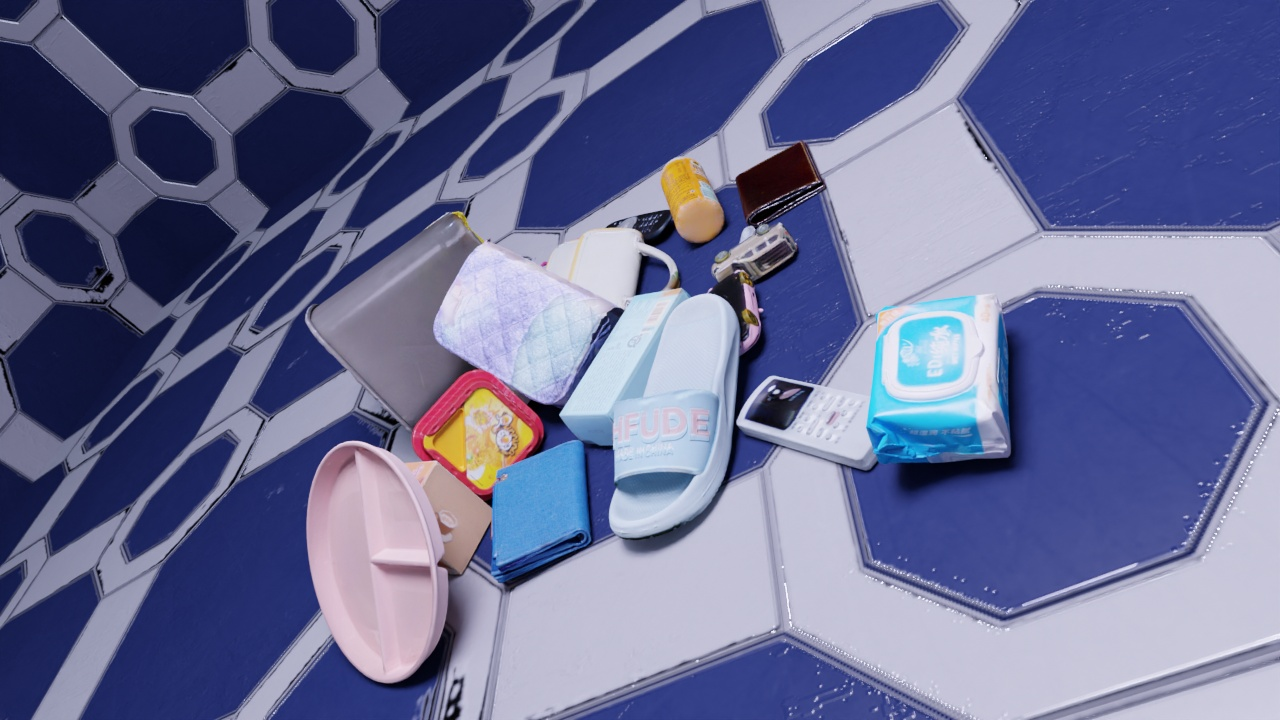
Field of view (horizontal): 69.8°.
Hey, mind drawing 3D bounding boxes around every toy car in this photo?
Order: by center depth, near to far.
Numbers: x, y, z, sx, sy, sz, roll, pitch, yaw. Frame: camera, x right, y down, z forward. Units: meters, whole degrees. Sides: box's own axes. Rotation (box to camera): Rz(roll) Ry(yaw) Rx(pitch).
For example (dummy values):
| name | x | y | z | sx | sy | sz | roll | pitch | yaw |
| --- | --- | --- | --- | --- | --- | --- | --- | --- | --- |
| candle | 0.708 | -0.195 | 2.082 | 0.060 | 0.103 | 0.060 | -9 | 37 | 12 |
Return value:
| name | x | y | z | sx | sy | sz | roll | pitch | yaw |
| --- | --- | --- | --- | --- | --- | --- | --- | --- | --- |
| toy car | 0.092 | -0.043 | 0.903 | 0.056 | 0.037 | 0.122 | -32 | 29 | 23 |
| toy car | 0.117 | -0.104 | 0.949 | 0.091 | 0.042 | 0.035 | -31 | 33 | 18 |

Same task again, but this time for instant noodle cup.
| name | x | y | z | sx | sy | sz | roll | pitch | yaw |
| --- | --- | --- | --- | --- | --- | --- | --- | --- | --- |
| instant noodle cup | -0.186 | 0.077 | 1.008 | 0.116 | 0.116 | 0.124 | -49 | 19 | -12 |

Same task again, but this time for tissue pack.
| name | x | y | z | sx | sy | sz | roll | pitch | yaw |
| --- | --- | --- | --- | --- | --- | --- | --- | --- | --- |
| tissue pack | 0.211 | 0.011 | 0.651 | 0.090 | 0.063 | 0.139 | -6 | 44 | 26 |

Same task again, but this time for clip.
| name | x | y | z | sx | sy | sz | roll | pitch | yaw |
| --- | --- | --- | --- | --- | --- | --- | --- | --- | --- |
| clip | 0.114 | -0.118 | 0.994 | 0.024 | 0.029 | 0.056 | 4 | 60 | 54 |

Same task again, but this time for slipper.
| name | x | y | z | sx | sy | sz | roll | pitch | yaw |
| --- | --- | --- | --- | --- | --- | --- | --- | --- | --- |
| slipper | 0.028 | 0.040 | 0.807 | 0.104 | 0.074 | 0.244 | -10 | 54 | 39 |

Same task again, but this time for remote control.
| name | x | y | z | sx | sy | sz | roll | pitch | yaw |
| --- | --- | --- | --- | --- | --- | --- | --- | --- | --- |
| remote control | 0.141 | 0.047 | 0.745 | 0.058 | 0.021 | 0.150 | -52 | 32 | -17 |
| remote control | -0.005 | -0.167 | 1.190 | 0.137 | 0.024 | 0.053 | -2 | 50 | 50 |

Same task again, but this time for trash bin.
| name | x | y | z | sx | sy | sz | roll | pitch | yaw |
| --- | --- | --- | --- | --- | --- | --- | --- | --- | --- |
| trash bin | -0.268 | -0.057 | 1.152 | 0.219 | 0.199 | 0.199 | -42 | 19 | -5 |

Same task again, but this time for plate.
| name | x | y | z | sx | sy | sz | roll | pitch | yaw |
| --- | --- | --- | --- | --- | --- | --- | --- | --- | --- |
| plate | -0.253 | 0.189 | 0.875 | 0.230 | 0.229 | 0.028 | -9 | -1 | 43 |

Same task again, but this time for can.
| name | x | y | z | sx | sy | sz | roll | pitch | yaw |
| --- | --- | --- | --- | --- | --- | --- | --- | --- | --- |
| can | 0.061 | -0.199 | 1.121 | 0.058 | 0.058 | 0.145 | -34 | 31 | 14 |

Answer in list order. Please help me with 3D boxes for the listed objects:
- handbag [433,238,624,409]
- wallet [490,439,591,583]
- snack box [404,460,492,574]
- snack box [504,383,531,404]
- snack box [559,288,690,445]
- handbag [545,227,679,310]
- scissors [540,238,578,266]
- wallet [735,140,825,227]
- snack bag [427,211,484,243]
| name | x | y | z | sx | sy | sz | roll | pitch | yaw |
| --- | --- | --- | --- | --- | --- | --- | --- | --- | --- |
| handbag | -0.125 | -0.038 | 1.020 | 0.194 | 0.075 | 0.134 | 29 | 92 | 22 |
| wallet | -0.097 | 0.143 | 0.882 | 0.106 | 0.040 | 0.133 | -26 | 32 | 10 |
| snack box | -0.224 | 0.163 | 0.945 | 0.095 | 0.093 | 0.076 | -10 | 43 | 43 |
| snack box | -0.164 | 0.022 | 1.114 | 0.157 | 0.027 | 0.084 | 1 | 50 | 56 |
| snack box | -0.006 | 0.005 | 0.939 | 0.074 | 0.051 | 0.174 | -6 | 44 | 47 |
| handbag | -0.035 | -0.097 | 1.095 | 0.179 | 0.063 | 0.163 | -15 | 43 | 25 |
| scissors | -0.116 | -0.117 | 1.266 | 0.105 | 0.017 | 0.135 | -23 | 39 | 28 |
| wallet | 0.158 | -0.206 | 1.059 | 0.096 | 0.020 | 0.122 | -26 | 32 | 16 |
| snack bag | -0.293 | -0.081 | 1.286 | 0.247 | 0.158 | 0.068 | -38 | 36 | 8 |
